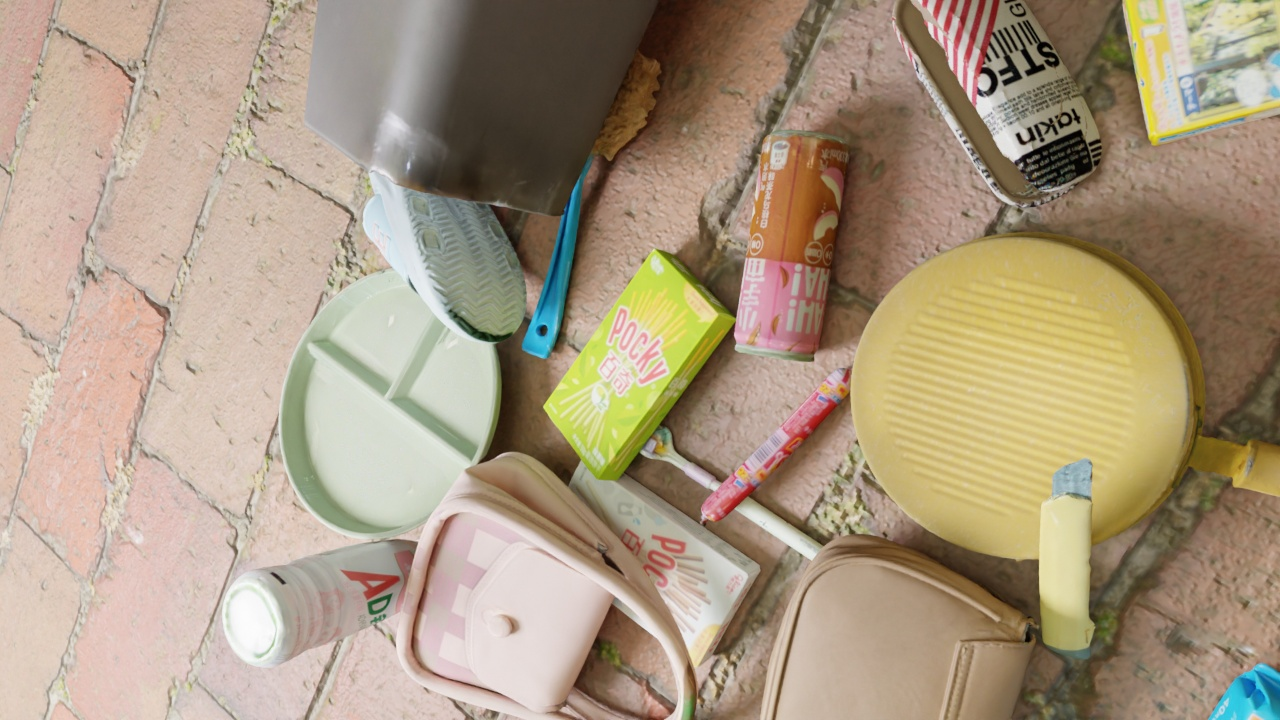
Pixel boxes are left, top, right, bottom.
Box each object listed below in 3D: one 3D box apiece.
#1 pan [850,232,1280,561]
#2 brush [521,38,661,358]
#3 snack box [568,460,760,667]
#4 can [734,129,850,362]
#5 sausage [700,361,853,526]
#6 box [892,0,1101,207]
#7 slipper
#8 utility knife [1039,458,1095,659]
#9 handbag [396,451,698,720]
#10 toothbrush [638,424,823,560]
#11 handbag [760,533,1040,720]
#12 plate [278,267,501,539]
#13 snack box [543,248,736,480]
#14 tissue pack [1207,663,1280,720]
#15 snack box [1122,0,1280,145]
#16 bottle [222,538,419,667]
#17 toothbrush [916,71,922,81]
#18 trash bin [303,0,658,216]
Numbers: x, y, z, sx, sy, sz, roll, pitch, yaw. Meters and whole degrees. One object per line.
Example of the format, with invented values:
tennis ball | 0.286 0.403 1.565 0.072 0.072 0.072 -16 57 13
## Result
pan | 0.297 0.044 0.525 0.358 0.078 0.198 21 105 31
brush | -0.048 -0.123 0.702 0.083 0.045 0.255 22 106 21
snack box | 0.004 0.148 0.690 0.157 0.026 0.085 32 106 23
can | 0.100 -0.075 0.613 0.058 0.057 0.147 11 97 26
sausage | 0.095 0.059 0.630 0.156 0.020 0.020 -47 72 10
box | 0.215 -0.169 0.561 0.075 0.076 0.163 -28 80 -12
slipper | -0.173 -0.115 0.724 0.074 0.104 0.245 -38 66 27
utility knife | 0.241 0.118 0.517 0.031 0.019 0.177 -4 134 19
handbag | -0.060 0.199 0.679 0.234 0.093 0.194 30 120 15
toothbrush | 0.079 0.105 0.653 0.189 0.020 0.029 33 64 21
handbag | 0.153 0.217 0.579 0.148 0.099 0.204 14 98 15
plate | -0.210 0.034 0.769 0.231 0.027 0.230 -7 75 26
snack box | -0.004 0.004 0.675 0.157 0.026 0.085 -54 52 19
tissue pack | 0.344 0.245 0.498 0.090 0.063 0.140 31 106 23
snack box | 0.347 -0.179 0.497 0.141 0.033 0.087 -12 87 25
bottle | -0.220 0.174 0.709 0.068 0.196 0.068 1 93 27
toothbrush | 0.169 -0.272 0.591 0.029 0.021 0.189 -9 89 -5
trash bin | -0.105 -0.229 0.605 0.199 0.198 0.220 35 114 40
